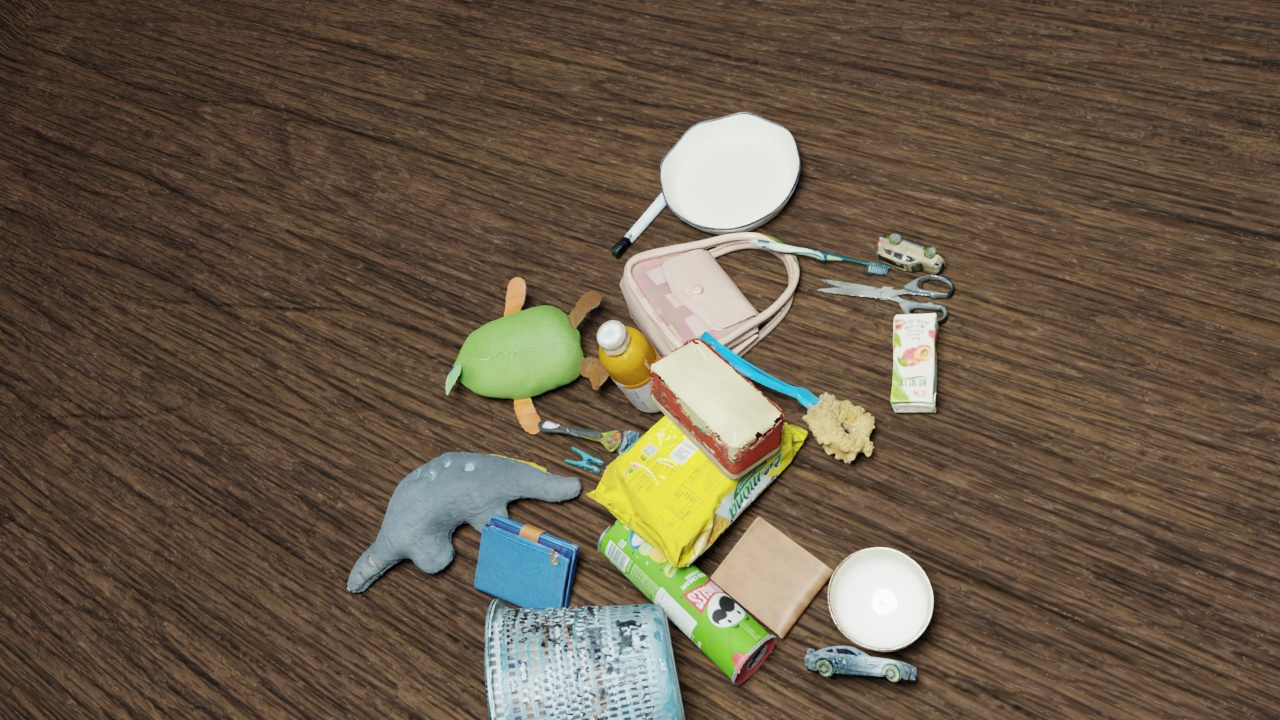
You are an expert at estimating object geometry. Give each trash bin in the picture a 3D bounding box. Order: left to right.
[{"bbox_3d":[-0.055,0.365,1.026,0.195,0.227,0.226,-10,62,-1],"label":"trash bin"}]

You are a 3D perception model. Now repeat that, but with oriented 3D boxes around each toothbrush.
[{"bbox_3d":[0.241,-0.140,1.243,0.192,0.016,0.018,12,79,10],"label":"toothbrush"}]

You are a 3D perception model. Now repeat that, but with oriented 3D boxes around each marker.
[{"bbox_3d":[0.001,-0.205,1.375,0.022,0.018,0.130,34,80,36],"label":"marker"}]

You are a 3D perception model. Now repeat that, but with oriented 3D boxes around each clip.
[{"bbox_3d":[-0.076,0.136,1.240,0.056,0.014,0.041,19,73,27],"label":"clip"}]

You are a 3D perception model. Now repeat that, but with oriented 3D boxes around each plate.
[{"bbox_3d":[0.132,-0.268,1.341,0.205,0.045,0.204,-6,64,13],"label":"plate"}]

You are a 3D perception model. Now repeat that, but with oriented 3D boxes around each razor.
[{"bbox_3d":[-0.074,0.100,1.242,0.143,0.022,0.042,12,67,14],"label":"razor"}]

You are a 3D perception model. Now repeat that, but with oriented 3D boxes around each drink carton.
[{"bbox_3d":[0.342,0.005,1.143,0.054,0.045,0.122,-2,64,24],"label":"drink carton"}]

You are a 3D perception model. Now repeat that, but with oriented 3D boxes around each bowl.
[{"bbox_3d":[0.270,0.272,1.030,0.113,0.062,0.113,-7,64,14],"label":"bowl"}]

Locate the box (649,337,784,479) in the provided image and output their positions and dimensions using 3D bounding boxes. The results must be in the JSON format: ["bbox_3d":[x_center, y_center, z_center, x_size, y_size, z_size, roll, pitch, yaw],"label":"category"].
[{"bbox_3d":[0.087,0.050,1.094,0.091,0.079,0.168,-31,53,-20],"label":"box"}]

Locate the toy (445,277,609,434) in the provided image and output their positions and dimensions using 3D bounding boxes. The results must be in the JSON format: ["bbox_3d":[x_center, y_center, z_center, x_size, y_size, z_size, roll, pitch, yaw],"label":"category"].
[{"bbox_3d":[-0.157,-0.010,1.294,0.247,0.090,0.226,-11,77,17],"label":"toy"}]

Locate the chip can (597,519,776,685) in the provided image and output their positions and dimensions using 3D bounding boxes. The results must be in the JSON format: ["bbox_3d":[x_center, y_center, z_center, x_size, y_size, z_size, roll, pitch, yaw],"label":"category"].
[{"bbox_3d":[0.050,0.278,1.096,0.236,0.072,0.072,38,81,30],"label":"chip can"}]

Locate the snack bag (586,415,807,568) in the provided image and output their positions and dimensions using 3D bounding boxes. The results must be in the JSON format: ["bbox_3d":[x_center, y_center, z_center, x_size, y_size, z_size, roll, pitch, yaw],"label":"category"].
[{"bbox_3d":[0.069,0.126,1.130,0.158,0.068,0.245,35,63,28],"label":"snack bag"}]

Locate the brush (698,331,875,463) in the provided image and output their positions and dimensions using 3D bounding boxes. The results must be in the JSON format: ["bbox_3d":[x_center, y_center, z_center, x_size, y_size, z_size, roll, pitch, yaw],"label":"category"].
[{"bbox_3d":[0.180,0.039,1.140,0.255,0.046,0.083,32,55,11],"label":"brush"}]

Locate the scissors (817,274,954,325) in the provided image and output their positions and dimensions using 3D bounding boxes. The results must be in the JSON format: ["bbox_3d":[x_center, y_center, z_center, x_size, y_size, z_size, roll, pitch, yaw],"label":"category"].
[{"bbox_3d":[0.328,-0.095,1.217,0.145,0.014,0.172,-38,57,0],"label":"scissors"}]

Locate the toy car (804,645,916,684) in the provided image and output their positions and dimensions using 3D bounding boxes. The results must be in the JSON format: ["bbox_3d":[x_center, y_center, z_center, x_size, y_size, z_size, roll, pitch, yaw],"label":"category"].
[{"bbox_3d":[0.242,0.337,1.013,0.121,0.054,0.036,1,68,19],"label":"toy car"}]

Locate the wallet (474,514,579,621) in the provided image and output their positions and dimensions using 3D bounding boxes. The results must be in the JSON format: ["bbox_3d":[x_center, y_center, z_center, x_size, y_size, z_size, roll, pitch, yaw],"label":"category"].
[{"bbox_3d":[-0.147,0.264,1.172,0.133,0.040,0.106,15,102,22],"label":"wallet"}]

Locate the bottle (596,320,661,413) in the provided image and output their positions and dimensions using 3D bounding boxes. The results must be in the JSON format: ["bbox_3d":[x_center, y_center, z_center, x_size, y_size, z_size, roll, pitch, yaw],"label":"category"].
[{"bbox_3d":[-0.007,0.007,1.176,0.068,0.189,0.068,-8,63,16],"label":"bottle"}]

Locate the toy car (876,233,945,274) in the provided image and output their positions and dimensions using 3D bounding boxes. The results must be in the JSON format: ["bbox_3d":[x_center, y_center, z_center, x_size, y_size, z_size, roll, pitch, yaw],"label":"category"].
[{"bbox_3d":[0.356,-0.137,1.209,0.090,0.042,0.035,25,85,28],"label":"toy car"}]

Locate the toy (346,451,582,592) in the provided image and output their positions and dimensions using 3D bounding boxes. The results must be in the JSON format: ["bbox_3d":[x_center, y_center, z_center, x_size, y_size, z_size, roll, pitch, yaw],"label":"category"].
[{"bbox_3d":[-0.259,0.200,1.236,0.356,0.091,0.138,-28,88,6],"label":"toy"}]

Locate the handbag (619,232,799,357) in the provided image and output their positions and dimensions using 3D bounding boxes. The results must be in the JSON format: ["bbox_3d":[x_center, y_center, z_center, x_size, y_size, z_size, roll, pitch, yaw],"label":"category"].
[{"bbox_3d":[0.108,-0.093,1.258,0.234,0.093,0.193,-28,59,-9],"label":"handbag"}]

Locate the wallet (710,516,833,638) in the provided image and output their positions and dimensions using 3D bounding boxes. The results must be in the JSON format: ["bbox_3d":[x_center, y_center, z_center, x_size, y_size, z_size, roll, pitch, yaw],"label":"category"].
[{"bbox_3d":[0.157,0.258,1.101,0.115,0.020,0.101,36,81,32],"label":"wallet"}]
